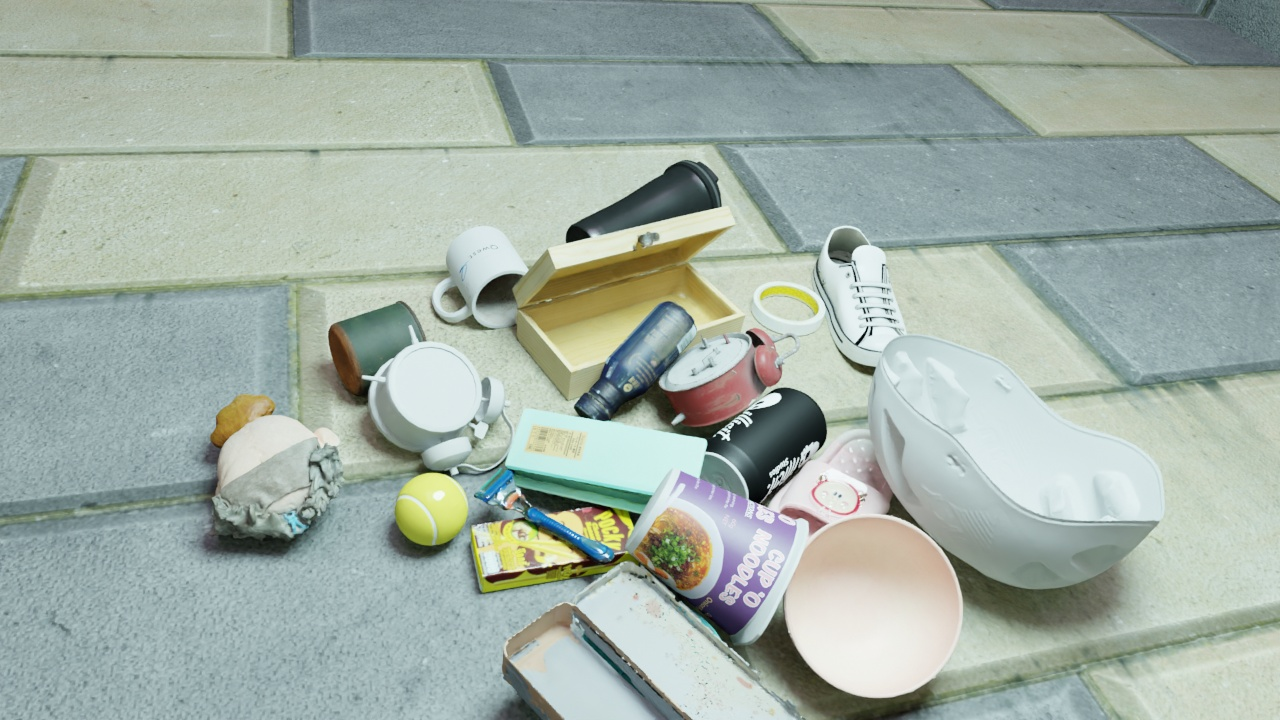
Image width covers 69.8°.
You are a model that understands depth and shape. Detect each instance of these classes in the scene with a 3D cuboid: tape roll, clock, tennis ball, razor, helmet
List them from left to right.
[{"bbox_3d":[-0.190,0.135,0.833,0.065,0.065,0.065,5,40,-5],"label":"tennis ball"},{"bbox_3d":[-0.199,0.049,0.923,0.159,0.061,0.119,42,52,-10],"label":"clock"},{"bbox_3d":[-0.085,0.148,0.834,0.141,0.018,0.043,29,45,17],"label":"razor"},{"bbox_3d":[0.094,0.006,0.985,0.157,0.062,0.109,-26,20,10],"label":"clock"},{"bbox_3d":[0.191,-0.068,1.185,0.094,0.019,0.093,5,40,-4],"label":"tape roll"},{"bbox_3d":[0.335,0.088,0.876,0.282,0.184,0.223,47,29,3],"label":"helmet"}]

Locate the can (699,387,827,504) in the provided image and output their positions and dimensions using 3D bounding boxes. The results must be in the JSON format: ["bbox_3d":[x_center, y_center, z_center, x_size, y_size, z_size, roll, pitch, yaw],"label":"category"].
[{"bbox_3d":[0.122,0.091,0.935,0.080,0.080,0.145,34,46,26],"label":"can"}]

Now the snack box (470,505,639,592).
[{"bbox_3d":[-0.078,0.170,0.844,0.148,0.026,0.061,-6,42,-17],"label":"snack box"}]

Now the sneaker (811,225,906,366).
[{"bbox_3d":[0.289,-0.092,1.172,0.091,0.097,0.245,3,40,-7],"label":"sneaker"}]

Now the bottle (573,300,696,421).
[{"bbox_3d":[-0.006,0.006,0.992,0.056,0.056,0.160,34,72,27],"label":"bottle"}]

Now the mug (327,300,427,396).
[{"bbox_3d":[-0.287,-0.013,0.988,0.081,0.085,0.111,-22,18,-30],"label":"mug"}]

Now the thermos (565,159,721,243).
[{"bbox_3d":[0.005,-0.188,1.235,0.218,0.106,0.106,-31,54,-32],"label":"thermos"}]

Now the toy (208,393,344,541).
[{"bbox_3d":[-0.342,0.097,0.844,0.132,0.076,0.176,-29,53,-17],"label":"toy"}]

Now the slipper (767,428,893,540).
[{"bbox_3d":[0.200,0.133,0.921,0.107,0.056,0.220,26,41,22],"label":"slipper"}]

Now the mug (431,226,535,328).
[{"bbox_3d":[-0.194,-0.091,1.101,0.119,0.083,0.096,-33,50,-3],"label":"mug"}]

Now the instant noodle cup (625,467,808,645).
[{"bbox_3d":[0.057,0.160,0.781,0.122,0.122,0.136,31,24,1],"label":"instant noodle cup"}]

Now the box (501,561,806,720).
[{"bbox_3d":[0.016,0.252,0.685,0.216,0.043,0.150,36,50,29],"label":"box"}]

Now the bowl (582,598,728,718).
[{"bbox_3d":[0.008,0.256,0.743,0.121,0.046,0.121,5,40,-5],"label":"bowl"}]

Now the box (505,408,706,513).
[{"bbox_3d":[-0.032,0.091,0.875,0.189,0.080,0.077,11,20,13],"label":"box"}]

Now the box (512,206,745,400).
[{"bbox_3d":[-0.013,-0.080,1.080,0.247,0.185,0.142,-18,26,-31],"label":"box"}]

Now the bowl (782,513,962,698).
[{"bbox_3d":[0.189,0.210,0.792,0.153,0.076,0.153,1,75,-5],"label":"bowl"}]
